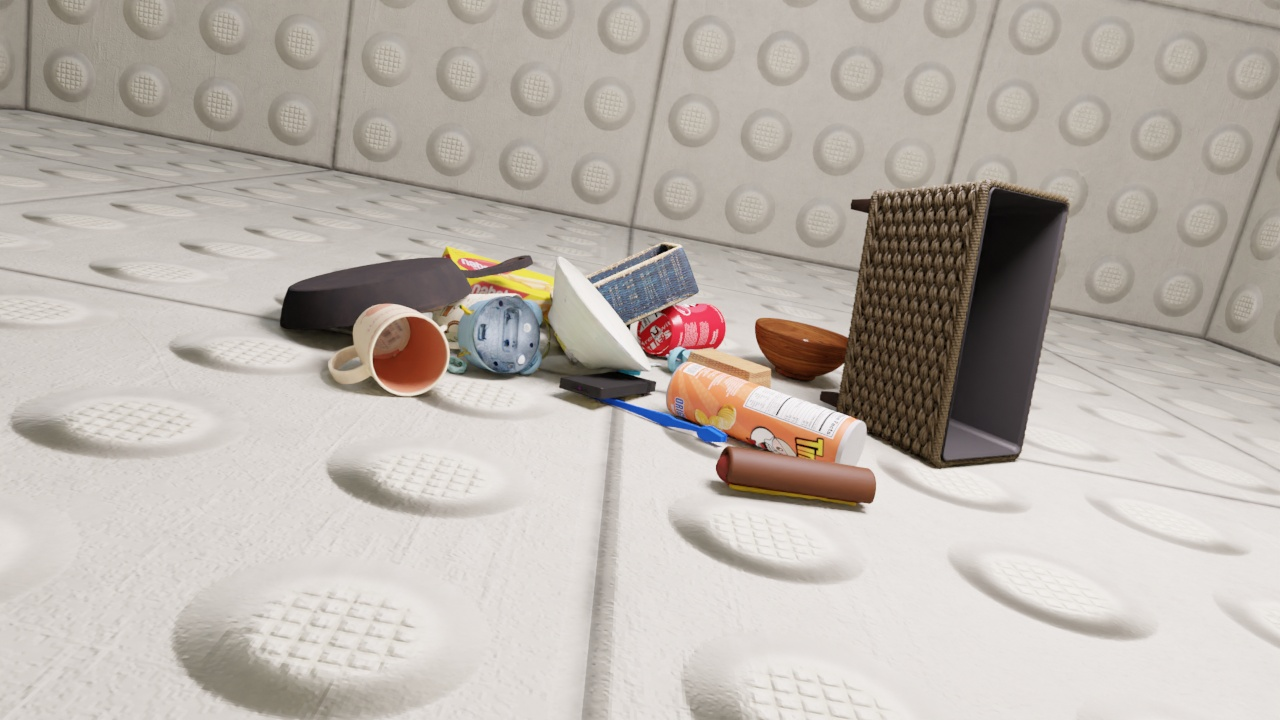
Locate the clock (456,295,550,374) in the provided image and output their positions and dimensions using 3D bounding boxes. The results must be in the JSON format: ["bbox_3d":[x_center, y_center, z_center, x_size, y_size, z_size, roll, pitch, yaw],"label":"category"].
[{"bbox_3d":[-0.153,-0.029,1.061,0.124,0.088,0.052,4,-2,-40],"label":"clock"}]

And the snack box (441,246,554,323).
[{"bbox_3d":[-0.192,-0.106,1.348,0.200,0.042,0.092,15,24,-29],"label":"snack box"}]

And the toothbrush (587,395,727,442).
[{"bbox_3d":[0.009,0.059,0.999,0.187,0.016,0.011,16,14,29],"label":"toothbrush"}]

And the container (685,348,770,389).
[{"bbox_3d":[0.101,0.028,1.091,0.114,0.061,0.063,20,16,34],"label":"container"}]

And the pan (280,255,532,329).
[{"bbox_3d":[-0.278,-0.104,1.153,0.249,0.043,0.354,6,20,43],"label":"pan"}]

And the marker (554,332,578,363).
[{"bbox_3d":[-0.099,-0.019,1.228,0.014,0.014,0.132,7,14,-16],"label":"marker"}]

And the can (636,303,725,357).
[{"bbox_3d":[0.062,-0.045,1.334,0.074,0.074,0.142,21,16,34],"label":"can"}]

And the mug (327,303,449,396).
[{"bbox_3d":[-0.266,-0.011,0.943,0.111,0.085,0.104,-28,28,-20],"label":"mug"}]

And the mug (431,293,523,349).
[{"bbox_3d":[-0.208,-0.038,1.120,0.097,0.081,0.121,8,28,16],"label":"mug"}]

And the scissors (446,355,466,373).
[{"bbox_3d":[-0.246,-0.006,1.059,0.119,0.012,0.128,12,15,-4],"label":"scissors"}]

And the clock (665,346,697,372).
[{"bbox_3d":[0.081,0.003,1.224,0.087,0.042,0.123,4,17,-26],"label":"clock"}]

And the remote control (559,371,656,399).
[{"bbox_3d":[-0.036,0.028,1.058,0.058,0.013,0.133,14,9,27],"label":"remote control"}]

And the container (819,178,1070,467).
[{"bbox_3d":[0.360,-0.055,1.132,0.176,0.321,0.205,1,11,-37],"label":"container"}]

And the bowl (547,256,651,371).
[{"bbox_3d":[-0.064,-0.040,1.112,0.176,0.058,0.176,50,7,-9],"label":"bowl"}]

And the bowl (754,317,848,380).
[{"bbox_3d":[0.233,-0.010,1.343,0.147,0.069,0.147,12,13,-3],"label":"bowl"}]

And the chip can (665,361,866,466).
[{"bbox_3d":[0.130,0.061,0.981,0.210,0.062,0.062,20,16,32],"label":"chip can"}]

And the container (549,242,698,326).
[{"bbox_3d":[-0.025,-0.093,1.270,0.187,0.071,0.145,-24,12,-4],"label":"container"}]

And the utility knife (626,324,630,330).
[{"bbox_3d":[-0.033,-0.032,1.307,0.020,0.029,0.170,19,13,8],"label":"utility knife"}]

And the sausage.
[{"bbox_3d":[0.144,0.108,0.849,0.155,0.040,0.040,10,14,-12],"label":"sausage"}]

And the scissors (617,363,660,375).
[{"bbox_3d":[-0.023,0.001,1.212,0.086,0.015,0.134,14,12,18],"label":"scissors"}]
